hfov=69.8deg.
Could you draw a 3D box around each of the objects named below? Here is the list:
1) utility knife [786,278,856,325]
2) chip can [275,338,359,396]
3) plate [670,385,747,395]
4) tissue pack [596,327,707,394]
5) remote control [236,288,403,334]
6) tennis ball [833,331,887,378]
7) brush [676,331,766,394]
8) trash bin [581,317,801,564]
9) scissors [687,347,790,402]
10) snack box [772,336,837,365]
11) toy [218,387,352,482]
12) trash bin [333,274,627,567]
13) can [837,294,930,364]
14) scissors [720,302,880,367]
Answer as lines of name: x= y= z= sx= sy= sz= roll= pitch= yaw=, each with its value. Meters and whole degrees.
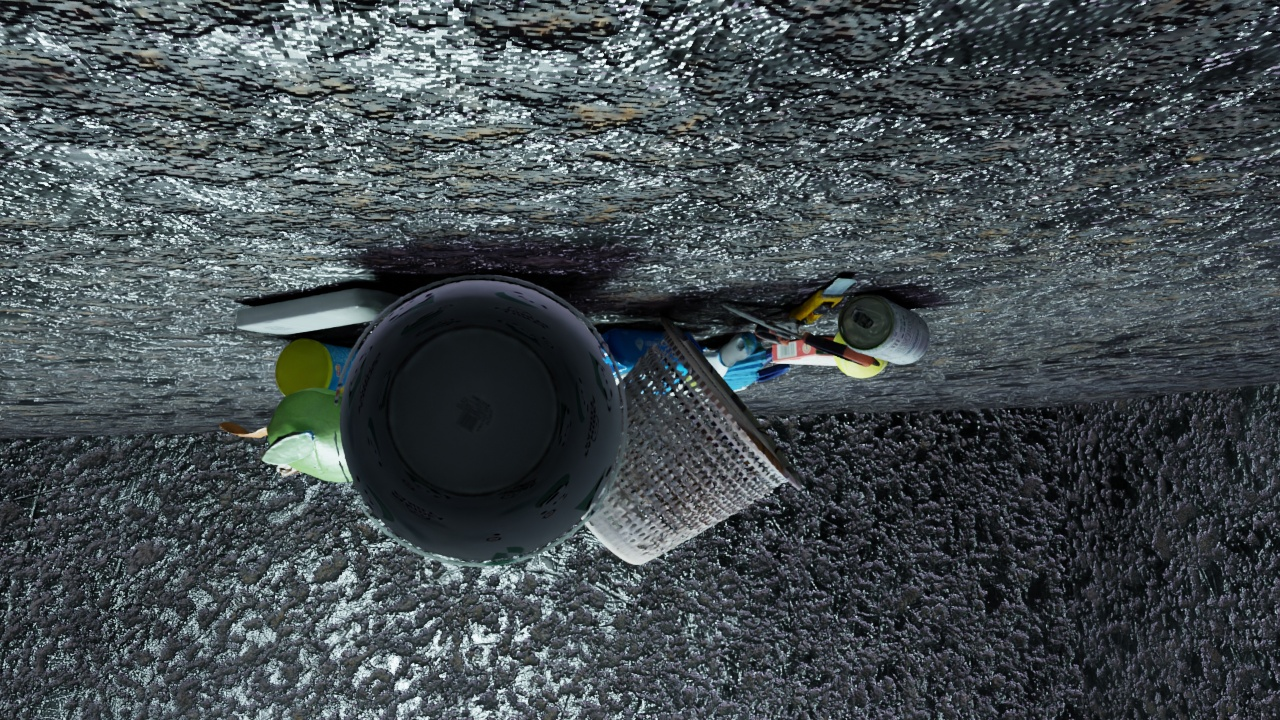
utility knife: x=0.171 y=-0.054 z=0.879 sx=0.033 sy=0.015 sz=0.219 roll=-5 pitch=173 yaw=-2
chip can: x=-0.340 y=0.021 z=1.100 sx=0.071 sy=0.071 sz=0.210 roll=-4 pitch=173 yaw=16
plate: x=0.078 y=0.026 z=1.418 sx=0.205 sy=0.045 sz=0.205 roll=-2 pitch=173 yaw=0
tissue pack: x=-0.006 y=0.006 z=1.069 sx=0.157 sy=0.052 sz=0.095 roll=2 pitch=151 yaw=-33
remote control: x=-0.277 y=-0.043 z=0.791 sx=0.150 sy=0.021 sz=0.058 roll=-6 pitch=173 yaw=27
tennis ball: x=0.253 y=-0.012 z=1.051 sx=0.065 sy=0.065 sz=0.065 roll=-2 pitch=174 yaw=0
brush: x=0.109 y=0.001 z=1.111 sx=0.109 sy=0.060 sz=0.315 roll=-13 pitch=173 yaw=-22
trash bin: x=0.026 y=0.100 z=0.963 sx=0.192 sy=0.227 sz=0.227 roll=-40 pitch=167 yaw=6
scissors: x=0.146 y=0.024 z=1.313 sx=0.175 sy=0.012 sz=0.163 roll=-11 pitch=158 yaw=-28
snack box: x=0.259 y=-0.011 z=1.237 sx=0.155 sy=0.027 sz=0.077 roll=3 pitch=171 yaw=-38
toy: x=-0.335 y=0.085 z=0.995 sx=0.227 sy=0.090 sz=0.247 roll=1 pitch=164 yaw=-11
trash bin: x=-0.147 y=0.049 z=0.839 sx=0.229 sy=0.229 sz=0.252 roll=-1 pitch=179 yaw=-12
can: x=0.248 y=-0.030 z=0.929 sx=0.058 sy=0.058 sz=0.146 roll=-6 pitch=172 yaw=30
scissors: x=0.158 y=-0.028 z=0.967 sx=0.225 sy=0.015 sz=0.189 roll=19 pitch=179 yaw=-28
